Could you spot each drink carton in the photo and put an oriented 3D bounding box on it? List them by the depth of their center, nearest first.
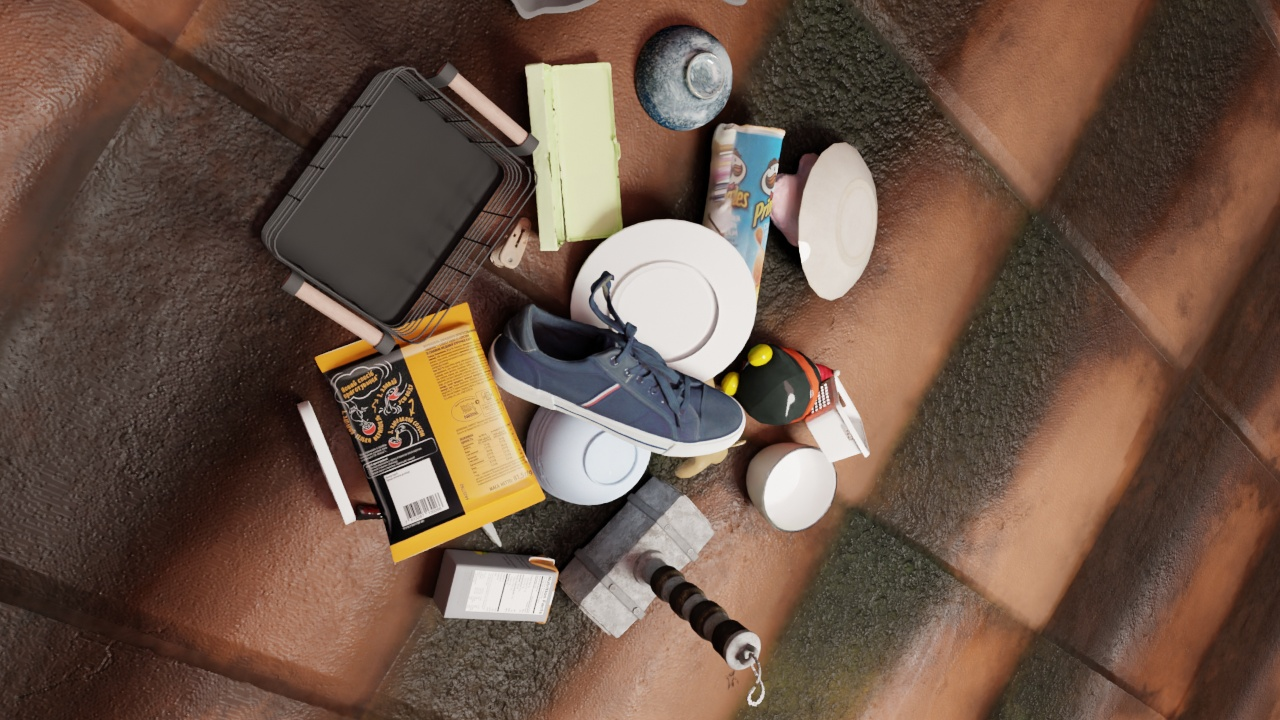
[{"bbox_3d":[-0.162,0.255,1.036,0.124,0.048,0.076,11,97,-29],"label":"drink carton"}]

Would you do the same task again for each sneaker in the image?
[{"bbox_3d":[-0.006,0.006,0.978,0.294,0.120,0.128,20,135,-15],"label":"sneaker"}]

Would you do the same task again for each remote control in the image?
[{"bbox_3d":[-0.316,0.104,0.923,0.013,0.043,0.136,-22,112,-21],"label":"remote control"}]

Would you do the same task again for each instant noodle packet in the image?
[{"bbox_3d":[-0.211,0.070,0.932,0.159,0.032,0.220,-22,89,-13],"label":"instant noodle packet"}]

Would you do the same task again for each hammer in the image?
[{"bbox_3d":[0.047,0.253,0.982,0.176,0.326,0.079,-45,118,-11],"label":"hammer"}]

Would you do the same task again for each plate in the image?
[{"bbox_3d":[0.027,-0.055,1.023,0.208,0.015,0.209,-1,116,-3],"label":"plate"},{"bbox_3d":[0.249,-0.167,1.111,0.188,0.027,0.189,-14,109,-49],"label":"plate"}]

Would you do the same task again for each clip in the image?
[{"bbox_3d":[-0.133,-0.123,0.963,0.024,0.041,0.061,29,94,-31],"label":"clip"}]

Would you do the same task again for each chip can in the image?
[{"bbox_3d":[0.109,-0.155,1.059,0.079,0.080,0.230,2,102,-27],"label":"chip can"}]

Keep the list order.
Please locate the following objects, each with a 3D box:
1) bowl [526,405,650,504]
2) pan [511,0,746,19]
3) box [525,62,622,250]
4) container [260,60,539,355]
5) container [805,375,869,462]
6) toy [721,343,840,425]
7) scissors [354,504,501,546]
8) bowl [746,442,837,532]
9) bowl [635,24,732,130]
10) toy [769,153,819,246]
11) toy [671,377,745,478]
[{"bbox_3d":[-0.047,0.101,1.041,0.150,0.075,0.151,-7,106,-25],"label":"bowl"},{"bbox_3d":[-0.038,-0.437,0.941,0.354,0.024,0.216,12,97,-28],"label":"pan"},{"bbox_3d":[-0.079,-0.215,0.965,0.130,0.064,0.188,-21,113,-43],"label":"box"},{"bbox_3d":[-0.224,-0.144,0.858,0.163,0.130,0.241,37,84,-29],"label":"container"},{"bbox_3d":[0.243,0.075,1.156,0.050,0.129,0.081,-29,102,16],"label":"container"},{"bbox_3d":[0.176,0.028,1.130,0.119,0.099,0.098,-19,157,-46],"label":"toy"},{"bbox_3d":[-0.210,0.129,1.000,0.198,0.015,0.179,-3,104,-27],"label":"scissors"},{"bbox_3d":[0.187,0.156,1.179,0.116,0.066,0.116,-7,105,-26],"label":"bowl"},{"bbox_3d":[0.058,-0.309,1.002,0.114,0.061,0.114,-7,106,-27],"label":"bowl"},{"bbox_3d":[0.197,-0.195,1.108,0.108,0.053,0.105,47,70,-32],"label":"toy"},{"bbox_3d":[0.068,0.087,1.084,0.106,0.108,0.134,-11,110,4],"label":"toy"}]
